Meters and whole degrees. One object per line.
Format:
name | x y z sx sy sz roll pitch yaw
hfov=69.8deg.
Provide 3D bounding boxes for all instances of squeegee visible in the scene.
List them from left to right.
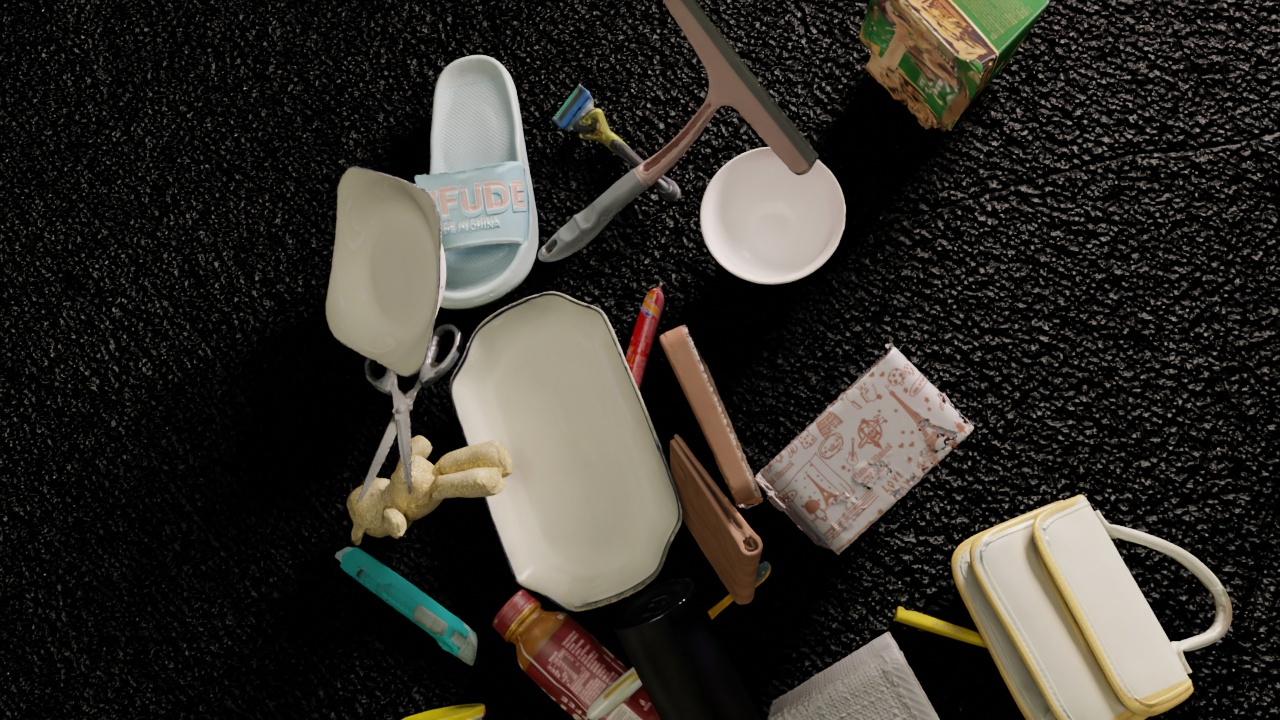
squeegee | 0.003 -0.166 0.794 0.250 0.040 0.247 -41 60 22

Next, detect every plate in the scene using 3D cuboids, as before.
plate | -0.216 -0.079 0.803 0.164 0.034 0.164 23 109 38
plate | -0.062 0.074 0.775 0.162 0.034 0.265 -27 75 14

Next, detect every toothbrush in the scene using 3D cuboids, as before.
toothbrush | 0.034 0.218 0.723 0.191 0.018 0.016 -34 64 -21
toothbrush | 0.295 0.224 0.718 0.190 0.016 0.016 14 77 11

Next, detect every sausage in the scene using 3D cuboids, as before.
sausage | -0.005 0.005 0.799 0.020 0.020 0.155 14 82 10

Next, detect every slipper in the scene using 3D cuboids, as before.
slipper | -0.150 -0.166 0.823 0.104 0.074 0.245 -4 78 6

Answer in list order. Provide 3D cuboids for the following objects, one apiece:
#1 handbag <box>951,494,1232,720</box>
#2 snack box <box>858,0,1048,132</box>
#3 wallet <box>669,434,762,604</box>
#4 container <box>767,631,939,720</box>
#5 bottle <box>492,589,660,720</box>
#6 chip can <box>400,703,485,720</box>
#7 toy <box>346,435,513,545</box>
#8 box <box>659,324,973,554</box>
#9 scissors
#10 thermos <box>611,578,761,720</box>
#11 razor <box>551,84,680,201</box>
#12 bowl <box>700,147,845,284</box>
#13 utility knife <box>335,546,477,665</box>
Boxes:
handbag | 0.349 0.181 0.689 0.178 0.063 0.163 -22 72 -6
snack box | 0.264 -0.276 0.765 0.105 0.117 0.118 -39 80 -5
wallet | 0.055 0.124 0.715 0.020 0.101 0.115 -27 58 -16
container | 0.163 0.275 0.692 0.114 0.090 0.090 -30 76 5
bottle | -0.044 0.257 0.738 0.175 0.057 0.057 39 87 13
chip can | -0.144 0.387 0.723 0.071 0.071 0.210 -11 79 6
toy | -0.178 0.109 0.770 0.157 0.066 0.105 -20 44 22
box | 0.109 0.038 0.697 0.156 0.183 0.193 -41 80 -2
scissors | -0.204 0.036 0.786 0.159 0.014 0.175 31 73 39
thermos | 0.062 0.286 0.671 0.068 0.090 0.242 -26 93 9
razor | -0.016 -0.191 0.834 0.143 0.022 0.043 42 104 13
bowl | 0.111 -0.114 0.780 0.118 0.065 0.118 -1 80 7
utility knife | -0.202 0.208 0.792 0.157 0.013 0.029 32 84 12
